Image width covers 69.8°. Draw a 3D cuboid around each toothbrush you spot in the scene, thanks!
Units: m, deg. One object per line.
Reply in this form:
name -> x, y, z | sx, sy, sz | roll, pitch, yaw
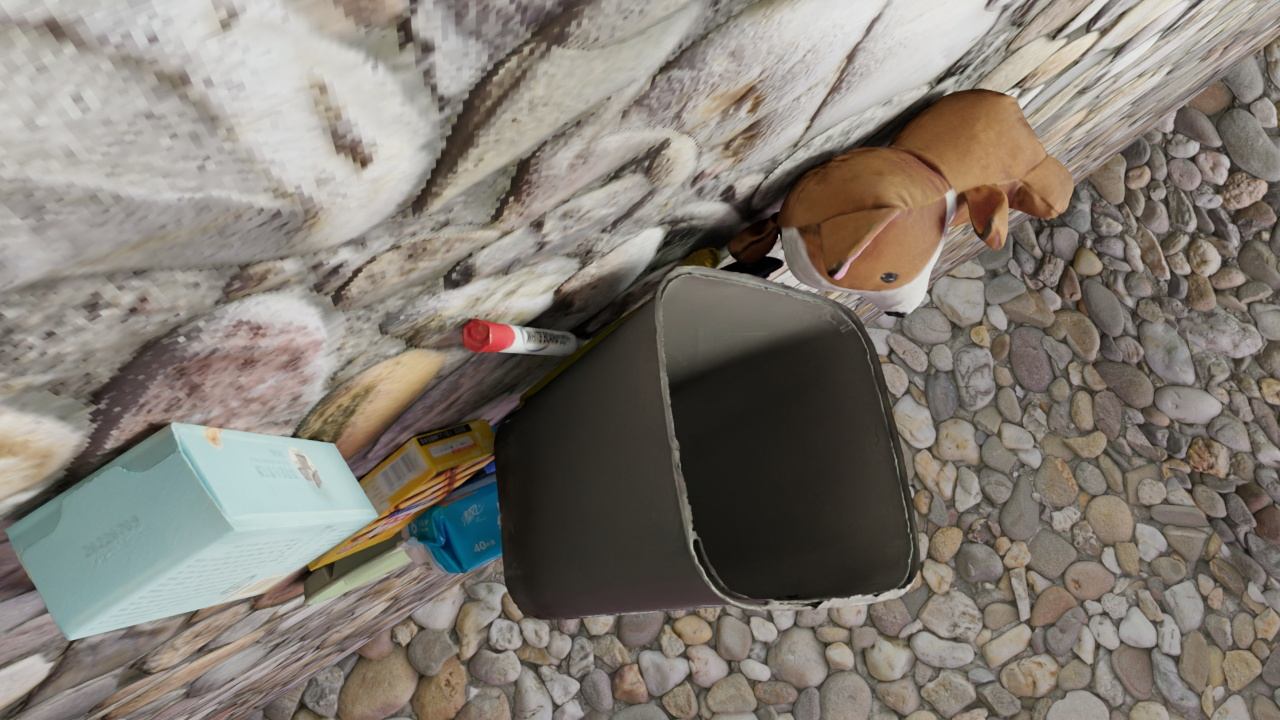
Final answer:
toothbrush -> -0.020, -0.019, 0.641 | 0.191, 0.015, 0.016 | -37, 166, 26

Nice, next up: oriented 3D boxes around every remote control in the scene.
remote control -> 0.053, -0.051, 0.673 | 0.053, 0.024, 0.137 | -29, 180, -31

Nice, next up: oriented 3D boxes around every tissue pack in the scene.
tissue pack -> -0.126, 0.128, 0.760 | 0.139, 0.063, 0.090 | -21, 180, -34

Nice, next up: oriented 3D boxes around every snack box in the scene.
snack box -> -0.175, 0.096, 0.664 | 0.141, 0.033, 0.086 | -35, 171, 23
snack box -> -0.187, 0.073, 0.416 | 0.074, 0.051, 0.175 | -34, 173, -3

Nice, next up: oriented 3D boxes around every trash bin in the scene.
trash bin -> 0.027, 0.078, 0.603 | 0.198, 0.198, 0.220 | 9, 154, -39

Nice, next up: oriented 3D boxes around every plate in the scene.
plate -> -0.223, 0.174, 0.899 | 0.230, 0.027, 0.230 | -27, 173, -4

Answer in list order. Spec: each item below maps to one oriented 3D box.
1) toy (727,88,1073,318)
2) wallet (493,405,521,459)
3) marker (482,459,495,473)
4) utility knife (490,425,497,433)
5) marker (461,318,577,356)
toy -> 0.168, -0.095, 0.595 | 0.199, 0.130, 0.140 | -21, -168, -25
wallet -> -0.057, 0.055, 0.773 | 0.107, 0.037, 0.129 | -36, 157, 29
marker -> -0.089, 0.061, 0.832 | 0.146, 0.017, 0.016 | -37, 171, 23
utility knife -> -0.168, 0.100, 0.764 | 0.034, 0.018, 0.186 | -26, 171, -43
marker -> -0.063, -0.011, 0.518 | 0.017, 0.017, 0.145 | -35, 172, 11
